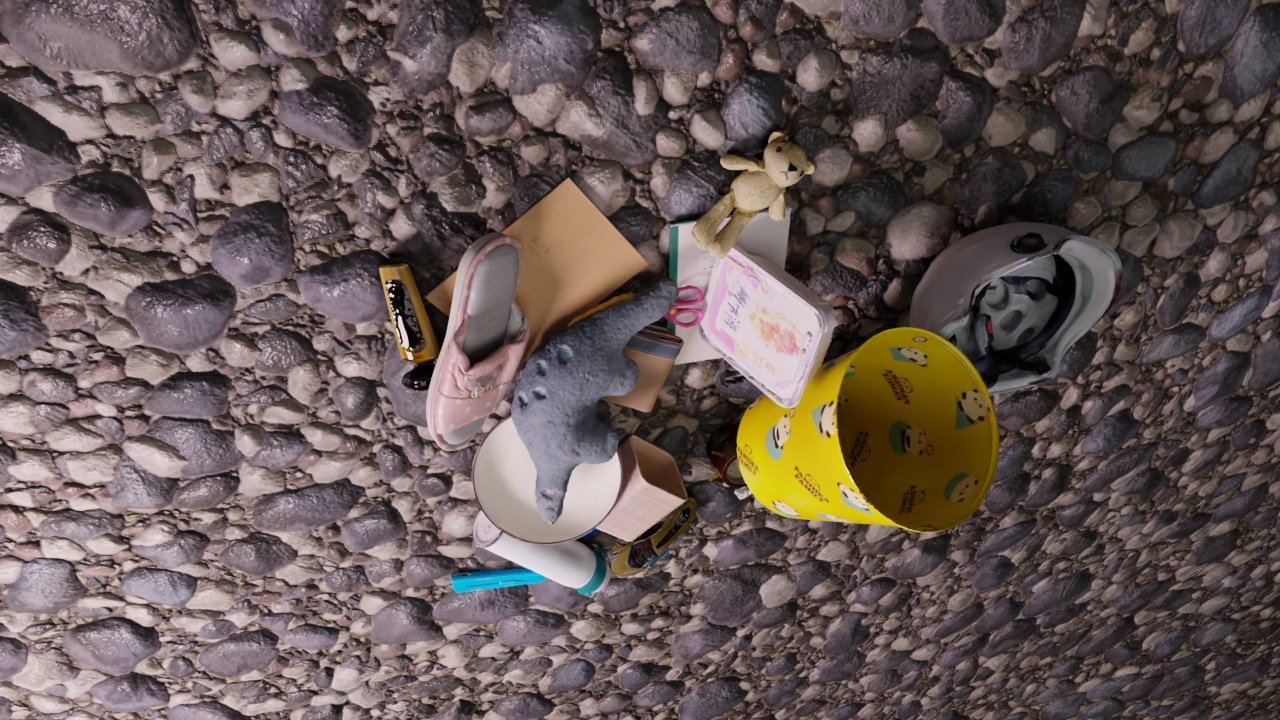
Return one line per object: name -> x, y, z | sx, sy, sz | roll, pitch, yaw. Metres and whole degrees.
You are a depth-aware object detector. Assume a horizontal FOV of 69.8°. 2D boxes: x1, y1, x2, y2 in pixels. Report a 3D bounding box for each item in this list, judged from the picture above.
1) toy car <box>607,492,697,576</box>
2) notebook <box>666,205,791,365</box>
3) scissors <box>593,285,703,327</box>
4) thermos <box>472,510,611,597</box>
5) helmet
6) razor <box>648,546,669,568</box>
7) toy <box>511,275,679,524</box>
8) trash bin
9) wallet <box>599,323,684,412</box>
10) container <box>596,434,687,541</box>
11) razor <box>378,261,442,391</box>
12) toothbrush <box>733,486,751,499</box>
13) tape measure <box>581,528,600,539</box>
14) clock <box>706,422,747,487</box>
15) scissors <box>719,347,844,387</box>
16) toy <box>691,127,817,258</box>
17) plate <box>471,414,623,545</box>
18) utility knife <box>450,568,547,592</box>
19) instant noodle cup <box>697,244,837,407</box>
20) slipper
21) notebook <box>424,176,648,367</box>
toy car -> 0.019, 0.252, 1.323 | 0.158, 0.042, 0.070 | -42, 132, -15
notebook -> 0.104, -0.086, 1.119 | 0.150, 0.012, 0.209 | -9, 130, -11
scissors -> 0.010, -0.066, 1.093 | 0.135, 0.017, 0.064 | 2, 129, -6
thermos -> -0.131, 0.268, 1.296 | 0.073, 0.073, 0.224 | -41, 129, 16
helmet -> 0.448, -0.077, 1.156 | 0.258, 0.146, 0.229 | -33, 133, -2
razor -> 0.006, 0.248, 1.353 | 0.042, 0.022, 0.143 | -40, 133, -23
toy -> -0.079, 0.045, 1.089 | 0.137, 0.091, 0.357 | 18, 112, -17
trash bin -> 0.259, 0.098, 1.130 | 0.229, 0.229, 0.256 | 7, 166, -24
wallet -> -0.007, 0.007, 1.137 | 0.090, 0.033, 0.115 | 15, 123, -11
container -> -0.012, 0.178, 1.248 | 0.090, 0.089, 0.111 | 30, 117, -35
razor -> -0.251, -0.035, 1.010 | 0.062, 0.067, 0.168 | -6, 124, 4
toothbrush -> 0.221, 0.158, 1.358 | 0.181, 0.018, 0.016 | -29, 128, 4
tape measure -> -0.074, 0.225, 1.305 | 0.054, 0.025, 0.058 | -34, 135, 7
clock -> 0.152, 0.131, 1.284 | 0.122, 0.055, 0.082 | -10, 130, -13
scissors -> 0.188, -0.003, 1.201 | 0.173, 0.014, 0.142 | -28, 146, 17
toy -> 0.121, -0.180, 1.012 | 0.105, 0.066, 0.157 | 40, 101, -20
plate -> -0.120, 0.144, 1.184 | 0.192, 0.039, 0.192 | -2, 107, -5
utility knife -> -0.178, 0.319, 1.352 | 0.202, 0.018, 0.034 | -1, 128, -20
instant noodle cup -> 0.152, -0.045, 1.063 | 0.060, 0.173, 0.138 | -15, 134, -35
slipper -> -0.173, -0.010, 1.014 | 0.113, 0.054, 0.275 | -21, 135, -51
notebook -> -0.116, -0.092, 1.041 | 0.212, 0.012, 0.149 | -37, 129, 13
